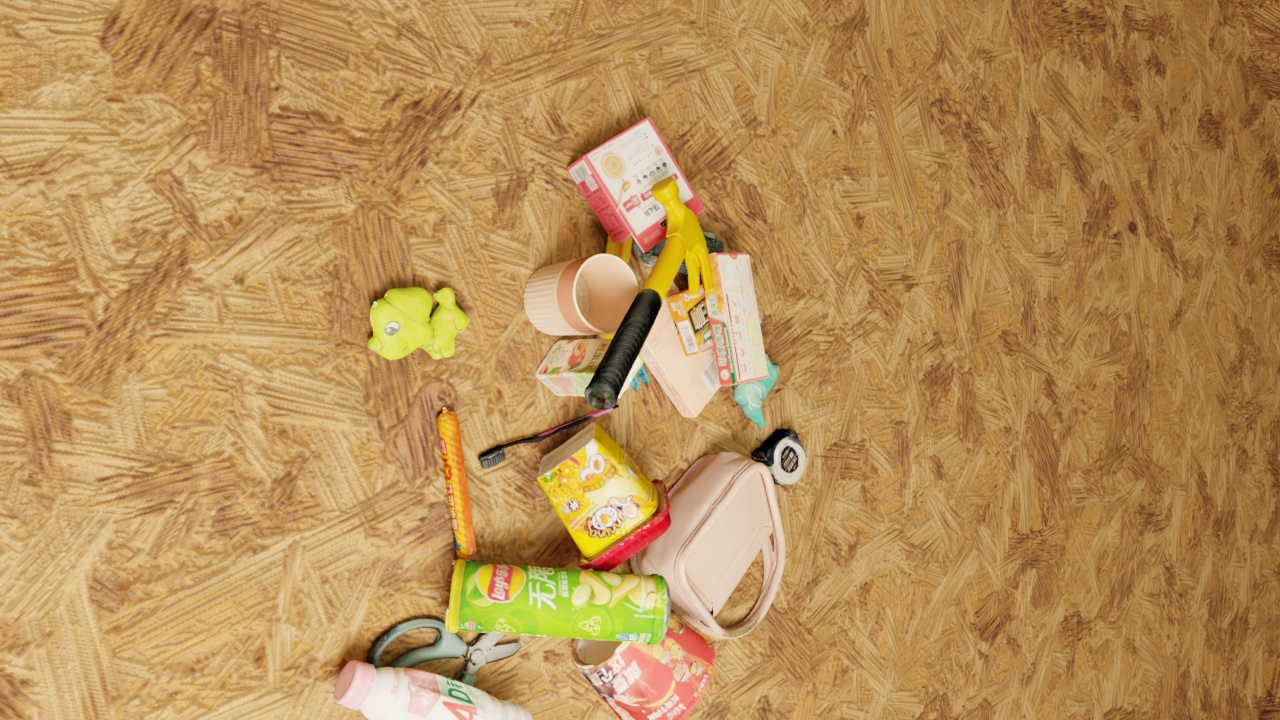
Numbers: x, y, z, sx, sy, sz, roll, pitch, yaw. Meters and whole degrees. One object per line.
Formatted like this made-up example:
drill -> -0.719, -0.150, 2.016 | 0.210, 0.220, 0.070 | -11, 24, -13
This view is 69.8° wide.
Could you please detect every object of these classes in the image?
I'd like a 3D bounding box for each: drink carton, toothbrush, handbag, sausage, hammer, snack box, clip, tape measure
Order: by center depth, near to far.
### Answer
sausage -> -0.187, 0.128, 0.936 | 0.021, 0.021, 0.165 | -11, 96, -37
hammer -> 0.010, -0.061, 0.942 | 0.129, 0.033, 0.299 | 59, 38, -29
drink carton -> -0.054, 0.009, 0.976 | 0.045, 0.123, 0.053 | 48, 62, -28
toothbrush -> -0.097, 0.081, 1.012 | 0.188, 0.014, 0.018 | -20, 111, -36
snack box -> -0.004, -0.197, 1.054 | 0.113, 0.044, 0.127 | -38, 102, -32
clip -> -0.008, 0.006, 1.080 | 0.047, 0.014, 0.057 | -27, 105, -32
snack box -> 0.113, -0.051, 1.099 | 0.076, 0.027, 0.155 | -9, 90, -52
snack box -> 0.043, -0.016, 1.110 | 0.084, 0.026, 0.157 | -49, 117, -28
snack box -> 0.092, -0.061, 1.123 | 0.153, 0.026, 0.075 | -25, 99, -50
handbag -> 0.107, 0.248, 1.133 | 0.192, 0.093, 0.234 | -49, 125, -28
tape measure -> 0.186, 0.131, 1.214 | 0.065, 0.034, 0.066 | -35, 108, -30

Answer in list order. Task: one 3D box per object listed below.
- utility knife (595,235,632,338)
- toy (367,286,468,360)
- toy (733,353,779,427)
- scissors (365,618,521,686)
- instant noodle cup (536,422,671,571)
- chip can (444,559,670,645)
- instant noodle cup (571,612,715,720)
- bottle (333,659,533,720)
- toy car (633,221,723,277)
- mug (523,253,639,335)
utility knife -> -0.034, -0.064, 1.058 | 0.033, 0.015, 0.216 | 13, 82, -33
toy -> -0.221, -0.039, 0.906 | 0.100, 0.031, 0.096 | 37, 68, -36
toy -> 0.148, 0.026, 1.191 | 0.096, 0.030, 0.091 | 49, 57, -18
scissors -> -0.201, 0.302, 0.926 | 0.176, 0.019, 0.171 | -44, 114, -28
instant noodle cup -> -0.043, 0.142, 0.983 | 0.116, 0.116, 0.123 | -35, 100, 5
chip can -> -0.081, 0.243, 0.921 | 0.221, 0.072, 0.072 | 5, 86, -6
instant noodle cup -> -0.003, 0.327, 1.011 | 0.108, 0.138, 0.137 | 47, 63, -18
bottle -> -0.197, 0.337, 0.880 | 0.197, 0.068, 0.068 | 33, 70, -28
toy car -> 0.047, -0.133, 1.110 | 0.120, 0.037, 0.054 | 10, 80, -27
mug -> -0.054, -0.061, 0.987 | 0.114, 0.106, 0.081 | 28, 73, -34
